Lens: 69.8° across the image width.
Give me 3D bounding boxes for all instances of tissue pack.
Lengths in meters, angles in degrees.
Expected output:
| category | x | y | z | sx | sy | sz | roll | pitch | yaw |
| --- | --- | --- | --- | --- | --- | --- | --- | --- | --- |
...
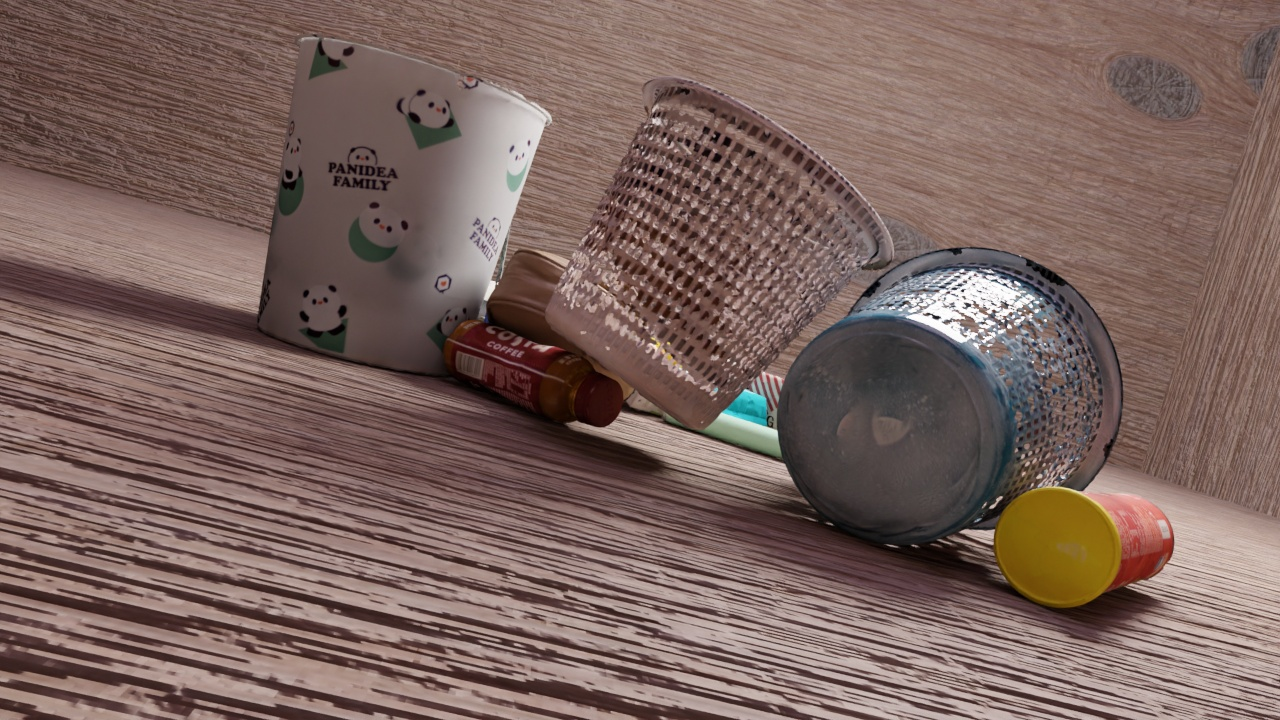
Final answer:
| category | x | y | z | sx | sy | sz | roll | pitch | yaw |
| --- | --- | --- | --- | --- | --- | --- | --- | --- | --- |
| tissue pack | 0.067 | 0.043 | 1.002 | 0.093 | 0.050 | 0.134 | 15 | 4 | -40 |

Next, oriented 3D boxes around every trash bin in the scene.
| category | x | y | z | sx | sy | sz | roll | pitch | yaw |
| --- | --- | --- | --- | --- | --- | --- | --- | --- | --- |
| trash bin | -0.222 | -0.130 | 0.830 | 0.229 | 0.252 | 0.229 | 15 | 4 | -1 |
| trash bin | 0.040 | -0.065 | 0.688 | 0.227 | 0.192 | 0.227 | 36 | -2 | 1 |
| trash bin | 0.204 | 0.035 | 0.655 | 0.227 | 0.227 | 0.194 | 18 | 18 | 32 |

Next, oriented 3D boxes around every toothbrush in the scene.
| category | x | y | z | sx | sy | sz | roll | pitch | yaw |
| --- | --- | --- | --- | --- | --- | --- | --- | --- | --- |
| toothbrush | 0.126 | 0.079 | 0.890 | 0.225 | 0.026 | 0.027 | 17 | -17 | 20 |

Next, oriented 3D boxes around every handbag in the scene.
| category | x | y | z | sx | sy | sz | roll | pitch | yaw |
| --- | --- | --- | --- | --- | --- | --- | --- | --- | --- |
| handbag | -0.063 | -0.031 | 0.858 | 0.148 | 0.099 | 0.205 | 24 | -17 | 4 |

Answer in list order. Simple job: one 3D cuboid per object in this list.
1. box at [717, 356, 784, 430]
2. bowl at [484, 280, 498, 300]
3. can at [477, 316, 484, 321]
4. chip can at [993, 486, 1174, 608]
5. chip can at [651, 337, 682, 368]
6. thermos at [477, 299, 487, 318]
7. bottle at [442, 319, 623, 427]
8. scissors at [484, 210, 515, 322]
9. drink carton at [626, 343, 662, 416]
| category | x | y | z | sx | sy | sz | roll | pitch | yaw |
| --- | --- | --- | --- | --- | --- | --- | --- | --- | --- |
| box | 0.137 | 0.049 | 1.059 | 0.088 | 0.076 | 0.163 | 16 | 1 | -43 |
| bowl | -0.215 | -0.072 | 1.233 | 0.116 | 0.066 | 0.116 | 0 | -2 | 0 |
| can | -0.116 | -0.009 | 0.995 | 0.132 | 0.053 | 0.053 | 13 | 4 | -30 |
| chip can | 0.312 | 0.123 | 0.630 | 0.073 | 0.073 | 0.216 | 19 | 5 | 39 |
| chip can | -0.020 | -0.006 | 1.201 | 0.214 | 0.072 | 0.072 | 18 | 5 | 32 |
| thermos | -0.222 | -0.040 | 1.040 | 0.242 | 0.068 | 0.090 | 15 | -28 | -33 |
| bottle | -0.090 | 0.012 | 0.756 | 0.175 | 0.057 | 0.057 | 19 | 5 | 39 |
| scissors | -0.142 | -0.071 | 0.913 | 0.012 | 0.174 | 0.108 | 12 | -18 | -7 |
| drink carton | -0.006 | 0.006 | 0.982 | 0.053 | 0.046 | 0.122 | 19 | 28 | -39 |
